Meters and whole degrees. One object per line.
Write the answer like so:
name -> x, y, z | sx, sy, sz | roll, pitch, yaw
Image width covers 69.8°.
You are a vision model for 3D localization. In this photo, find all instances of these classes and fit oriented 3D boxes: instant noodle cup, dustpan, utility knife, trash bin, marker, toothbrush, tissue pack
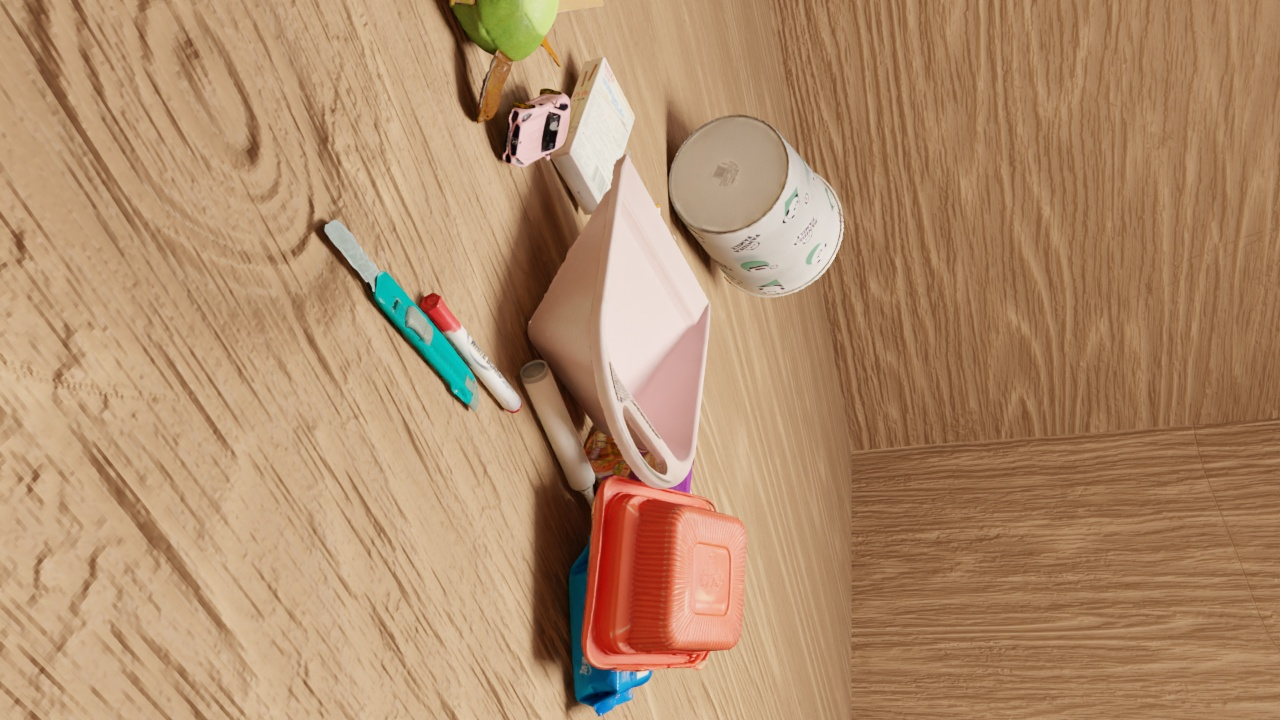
instant noodle cup -> 0.005, 0.125, 0.930 | 0.111, 0.112, 0.099 | -72, 159, -53
dustpan -> 0.018, -0.022, 0.853 | 0.272, 0.139, 0.222 | -58, 136, -21
instant noodle cup -> 0.034, 0.194, 0.818 | 0.188, 0.079, 0.164 | 21, 68, -50
utility knife -> -0.154, -0.025, 0.623 | 0.205, 0.013, 0.029 | 60, 29, -51
trash bin -> 0.174, -0.240, 1.412 | 0.251, 0.230, 0.229 | 26, 59, -64
marker -> -0.126, -0.002, 0.700 | 0.145, 0.017, 0.017 | 60, 29, -51
toothbrush -> -0.062, 0.092, 0.850 | 0.026, 0.027, 0.221 | -108, 179, -54
tissue pack -> -0.029, 0.241, 0.854 | 0.095, 0.052, 0.157 | 24, 61, -65

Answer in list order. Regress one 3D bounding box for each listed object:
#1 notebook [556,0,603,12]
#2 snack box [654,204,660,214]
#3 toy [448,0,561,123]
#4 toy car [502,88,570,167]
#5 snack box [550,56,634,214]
notebook -> -0.086, -0.459, 1.000 | 0.207, 0.008, 0.148 | -59, 139, -63
snack box -> -0.006, -0.142, 1.097 | 0.153, 0.026, 0.075 | -40, 129, -68
toy -> -0.107, -0.328, 0.758 | 0.227, 0.090, 0.246 | 74, 22, -57
toy car -> -0.090, -0.209, 0.828 | 0.122, 0.037, 0.056 | -59, 164, -60
snack box -> -0.048, -0.239, 0.976 | 0.085, 0.027, 0.156 | 57, 37, -45
